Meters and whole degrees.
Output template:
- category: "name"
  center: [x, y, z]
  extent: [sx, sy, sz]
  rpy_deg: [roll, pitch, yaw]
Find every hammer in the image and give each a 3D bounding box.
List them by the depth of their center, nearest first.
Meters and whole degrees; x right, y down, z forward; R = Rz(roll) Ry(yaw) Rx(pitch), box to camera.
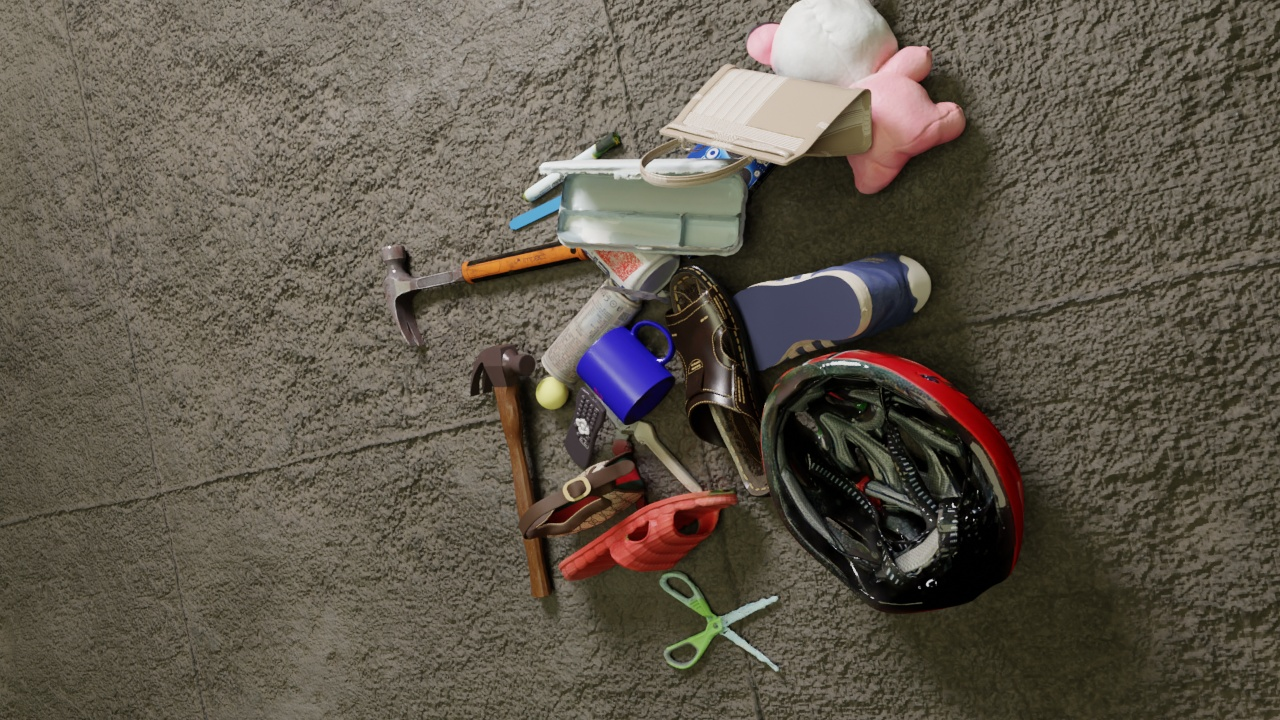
- category: "hammer"
  center: [-0.152, 0.140, 1.155]
  extent: [0.115, 0.033, 0.323]
  rpy_deg: [-2, 99, 48]
- category: "hammer"
  center: [-0.199, -0.103, 1.170]
  extent: [0.315, 0.035, 0.138]
  rpy_deg: [-8, 91, 28]

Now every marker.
- category: "marker"
  center: [-0.084, -0.232, 1.108]
  extent: [0.147, 0.017, 0.017]
  rpy_deg: [-27, 82, 28]

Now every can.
- category: "can"
  center: [-0.024, -0.139, 1.049]
  extent: [0.136, 0.078, 0.078]
  rpy_deg: [48, 113, 16]
- category: "can"
  center: [-0.057, -0.035, 1.089]
  extent: [0.054, 0.054, 0.136]
  rpy_deg: [49, 114, 16]

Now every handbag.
- category: "handbag"
  center: [0.085, -0.209, 0.864]
  extent: [0.176, 0.197, 0.062]
  rpy_deg: [28, 140, 43]
- category: "handbag"
  center: [-0.070, 0.162, 1.056]
  extent: [0.167, 0.138, 0.063]
  rpy_deg: [-39, 74, 45]

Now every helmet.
- category: "helmet"
  center: [0.239, 0.106, 0.878]
  extent: [0.272, 0.166, 0.218]
  rpy_deg: [48, 125, 10]

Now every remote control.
- category: "remote control"
  center: [-0.068, 0.084, 1.098]
  extent: [0.046, 0.009, 0.125]
  rpy_deg: [45, 141, 23]

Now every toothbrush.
- category: "toothbrush"
  center: [-0.001, -0.074, 0.984]
  extent: [0.010, 0.181, 0.010]
  rpy_deg: [-39, 73, 19]
- category: "toothbrush"
  center: [-0.097, -0.194, 1.119]
  extent: [0.167, 0.014, 0.016]
  rpy_deg: [-20, 85, 29]

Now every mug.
- category: "mug"
  center: [-0.006, 0.006, 1.055]
  extent: [0.111, 0.079, 0.083]
  rpy_deg: [-47, 73, 10]

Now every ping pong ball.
- category: "ping pong ball"
  center: [-0.109, 0.040, 1.131]
  extent: [0.040, 0.040, 0.040]
  rpy_deg: [3, 96, 28]

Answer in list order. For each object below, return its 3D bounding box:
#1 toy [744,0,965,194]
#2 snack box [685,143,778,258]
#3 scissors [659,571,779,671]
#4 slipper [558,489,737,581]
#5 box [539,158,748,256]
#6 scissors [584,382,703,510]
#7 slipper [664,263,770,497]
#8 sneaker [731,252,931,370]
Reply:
- category: "toy"
  center: [0.212, -0.279, 0.908]
  extent: [0.142, 0.084, 0.213]
  rpy_deg: [-34, 81, 26]
- category: "snack box"
  center: [0.079, -0.195, 1.018]
  extent: [0.082, 0.027, 0.150]
  rpy_deg: [47, 113, 15]
- category: "scissors"
  center: [0.086, 0.303, 1.065]
  extent: [0.172, 0.023, 0.167]
  rpy_deg: [-36, 72, 24]
- category: "slipper"
  center: [0.008, 0.214, 1.051]
  extent: [0.249, 0.103, 0.059]
  rpy_deg: [-33, 65, 28]
- category: "box"
  center: [-0.001, -0.180, 0.948]
  extent: [0.216, 0.124, 0.106]
  rpy_deg: [3, 76, 12]
- category: "scissors"
  center: [-0.001, 0.108, 1.095]
  extent: [0.179, 0.015, 0.187]
  rpy_deg: [14, 101, 28]
- category: "slipper"
  center: [0.081, 0.027, 0.991]
  extent: [0.113, 0.075, 0.268]
  rpy_deg: [-21, 89, 58]
- category: "sneaker"
  center: [0.192, -0.058, 0.953]
  extent: [0.234, 0.118, 0.091]
  rpy_deg: [-23, 88, 62]
